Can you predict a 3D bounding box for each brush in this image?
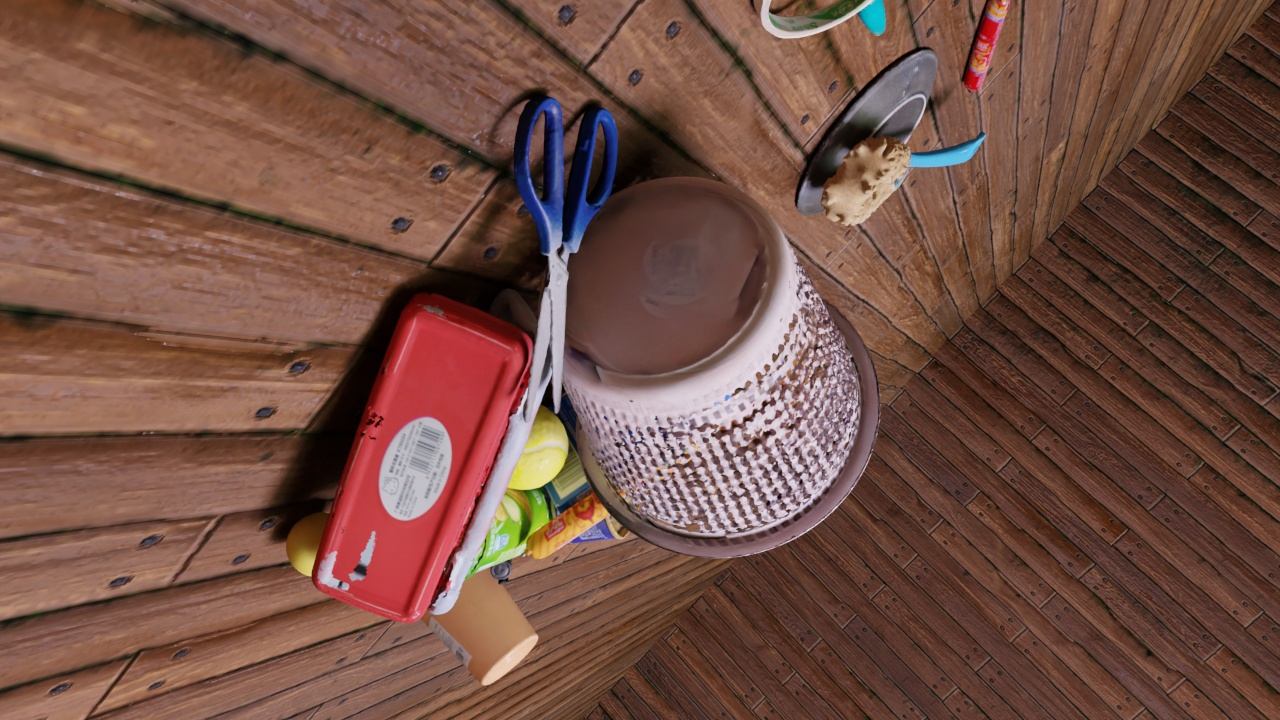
[{"bbox_3d":[0.247,-0.176,0.821,0.253,0.046,0.083,-22,148,-41],"label":"brush"}]

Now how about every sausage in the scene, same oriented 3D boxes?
[{"bbox_3d":[-0.020,0.101,0.688,0.165,0.021,0.021,-34,161,-1],"label":"sausage"},{"bbox_3d":[0.322,-0.295,0.857,0.020,0.020,0.156,-43,162,-4],"label":"sausage"}]

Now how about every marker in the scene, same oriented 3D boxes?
[{"bbox_3d":[-0.122,0.166,0.808,0.020,0.022,0.132,-16,-173,-7],"label":"marker"}]

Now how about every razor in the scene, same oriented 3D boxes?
[{"bbox_3d":[0.135,-0.237,0.561,0.043,0.028,0.132,-29,162,16],"label":"razor"}]

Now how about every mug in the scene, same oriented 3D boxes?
[{"bbox_3d":[-0.146,0.205,0.767,0.078,0.123,0.078,-38,161,-17],"label":"mug"}]

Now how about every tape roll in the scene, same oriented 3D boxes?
[{"bbox_3d":[0.105,-0.216,0.517,0.085,0.014,0.086,-19,165,-5],"label":"tape roll"}]

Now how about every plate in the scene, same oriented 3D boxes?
[{"bbox_3d":[0.210,-0.195,0.824,0.179,0.024,0.180,-39,161,-16],"label":"plate"}]

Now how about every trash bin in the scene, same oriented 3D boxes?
[{"bbox_3d":[0.036,-0.005,0.600,0.227,0.227,0.192,-43,149,-6],"label":"trash bin"}]

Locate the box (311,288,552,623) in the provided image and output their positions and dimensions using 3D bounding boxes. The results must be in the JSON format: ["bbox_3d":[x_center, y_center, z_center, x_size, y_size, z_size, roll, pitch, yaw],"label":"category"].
[{"bbox_3d":[-0.118,0.052,0.553,0.098,0.095,0.202,-81,-165,-70],"label":"box"}]

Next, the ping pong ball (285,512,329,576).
[{"bbox_3d":[-0.203,0.117,0.582,0.040,0.040,0.040,-39,161,-16],"label":"ping pong ball"}]

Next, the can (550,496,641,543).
[{"bbox_3d":[-0.032,0.095,0.783,0.049,0.075,0.147,-10,-152,17],"label":"can"}]

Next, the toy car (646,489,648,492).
[{"bbox_3d":[-0.023,0.154,1.057,0.156,0.041,0.071,-51,161,23],"label":"toy car"}]

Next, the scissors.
[{"bbox_3d":[-0.039,-0.055,0.488,0.140,0.012,0.171,-51,143,-39],"label":"scissors"}]

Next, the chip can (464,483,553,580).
[{"bbox_3d":[-0.109,0.124,0.730,0.073,0.072,0.221,-48,166,11],"label":"chip can"}]

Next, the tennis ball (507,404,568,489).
[{"bbox_3d":[-0.086,0.063,0.680,0.065,0.065,0.065,-39,161,-16],"label":"tennis ball"}]

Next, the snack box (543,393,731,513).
[{"bbox_3d":[-0.014,0.045,0.721,0.157,0.084,0.026,-34,145,0],"label":"snack box"}]
